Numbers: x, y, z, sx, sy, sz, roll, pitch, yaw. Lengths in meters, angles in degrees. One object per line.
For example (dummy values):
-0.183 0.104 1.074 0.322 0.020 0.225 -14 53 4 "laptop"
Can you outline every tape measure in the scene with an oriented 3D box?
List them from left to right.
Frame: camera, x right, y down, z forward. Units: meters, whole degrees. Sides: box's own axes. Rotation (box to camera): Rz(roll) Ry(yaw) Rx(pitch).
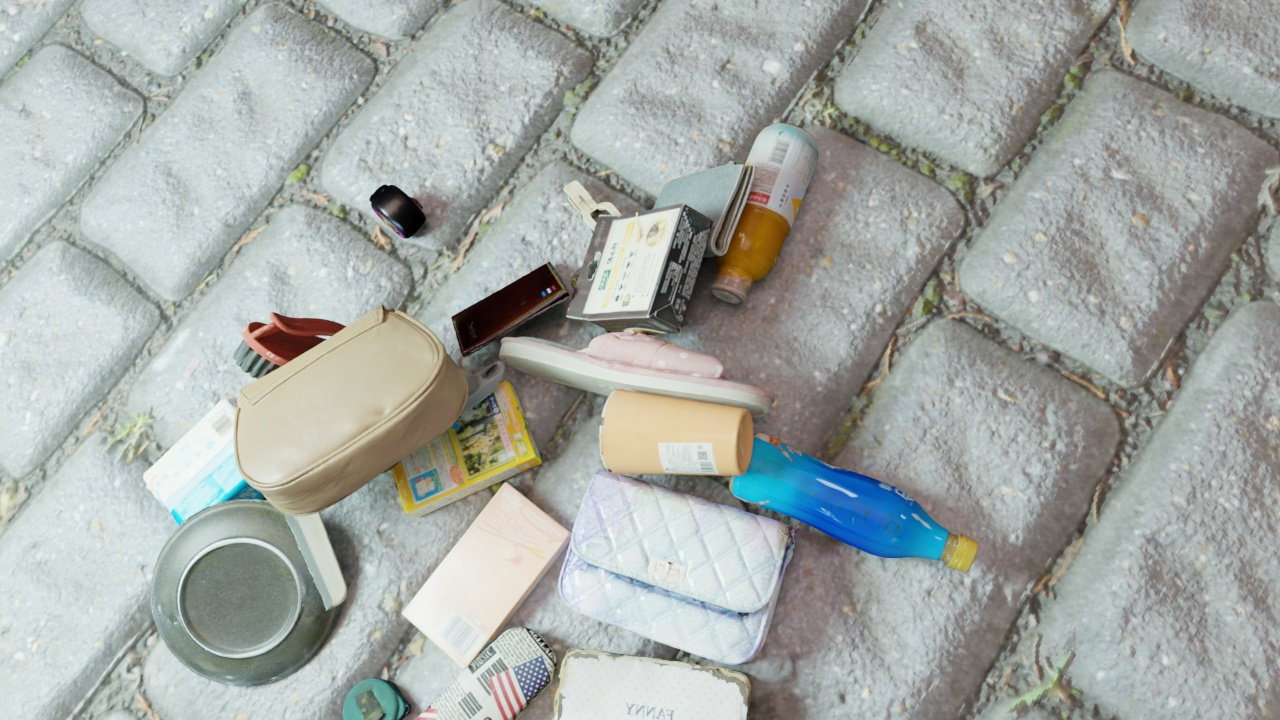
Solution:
-0.247 0.323 0.847 0.058 0.025 0.054 -43 72 -7 "tape measure"
-0.261 -0.163 0.993 0.058 0.057 0.039 38 80 26 "tape measure"

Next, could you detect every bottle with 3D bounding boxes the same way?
0.121 -0.147 0.925 0.068 0.068 0.189 19 76 14 "bottle"
0.190 0.133 0.823 0.219 0.065 0.065 22 76 15 "bottle"

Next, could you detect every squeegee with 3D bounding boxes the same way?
-0.234 0.074 0.887 0.246 0.039 0.246 -33 62 -9 "squeegee"

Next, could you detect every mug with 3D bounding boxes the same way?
0.034 0.068 0.814 0.123 0.078 0.078 3 72 23 "mug"

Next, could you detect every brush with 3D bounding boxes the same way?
-0.335 -0.012 0.907 0.069 0.145 0.063 -47 72 6 "brush"

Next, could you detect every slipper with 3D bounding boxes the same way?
-0.005 0.005 0.874 0.275 0.114 0.054 10 77 18 "slipper"

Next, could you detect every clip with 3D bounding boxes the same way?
-0.047 -0.155 0.954 0.035 0.092 0.103 -34 81 -4 "clip"

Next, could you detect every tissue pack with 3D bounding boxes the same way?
-0.418 0.110 0.922 0.090 0.063 0.140 42 82 18 "tissue pack"

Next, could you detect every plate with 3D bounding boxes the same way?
-0.376 0.222 0.868 0.179 0.024 0.179 0 91 -4 "plate"

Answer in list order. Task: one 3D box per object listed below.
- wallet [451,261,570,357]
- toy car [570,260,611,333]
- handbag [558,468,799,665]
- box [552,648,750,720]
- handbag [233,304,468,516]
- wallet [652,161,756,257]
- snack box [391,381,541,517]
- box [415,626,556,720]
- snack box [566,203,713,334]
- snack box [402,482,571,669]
-0.133 -0.053 0.931 0.122 0.020 0.096 -30 27 -2 "wallet"
-0.034 -0.060 0.935 0.043 0.036 0.091 -35 74 -3 "toy car"
0.032 0.186 0.824 0.194 0.075 0.134 14 74 12 "handbag"
0.004 0.303 0.800 0.184 0.060 0.089 6 72 13 "box"
-0.263 0.045 0.833 0.204 0.100 0.147 -32 54 -10 "handbag"
0.056 -0.146 0.919 0.130 0.037 0.106 2 63 55 "wallet"
-0.178 0.088 0.911 0.140 0.034 0.087 -25 70 2 "snack box"
-0.144 0.313 0.831 0.164 0.057 0.071 -42 88 -5 "box"
-0.002 -0.085 0.871 0.126 0.053 0.113 1 70 55 "snack box"
-0.144 0.203 0.870 0.084 0.026 0.157 35 80 18 "snack box"
